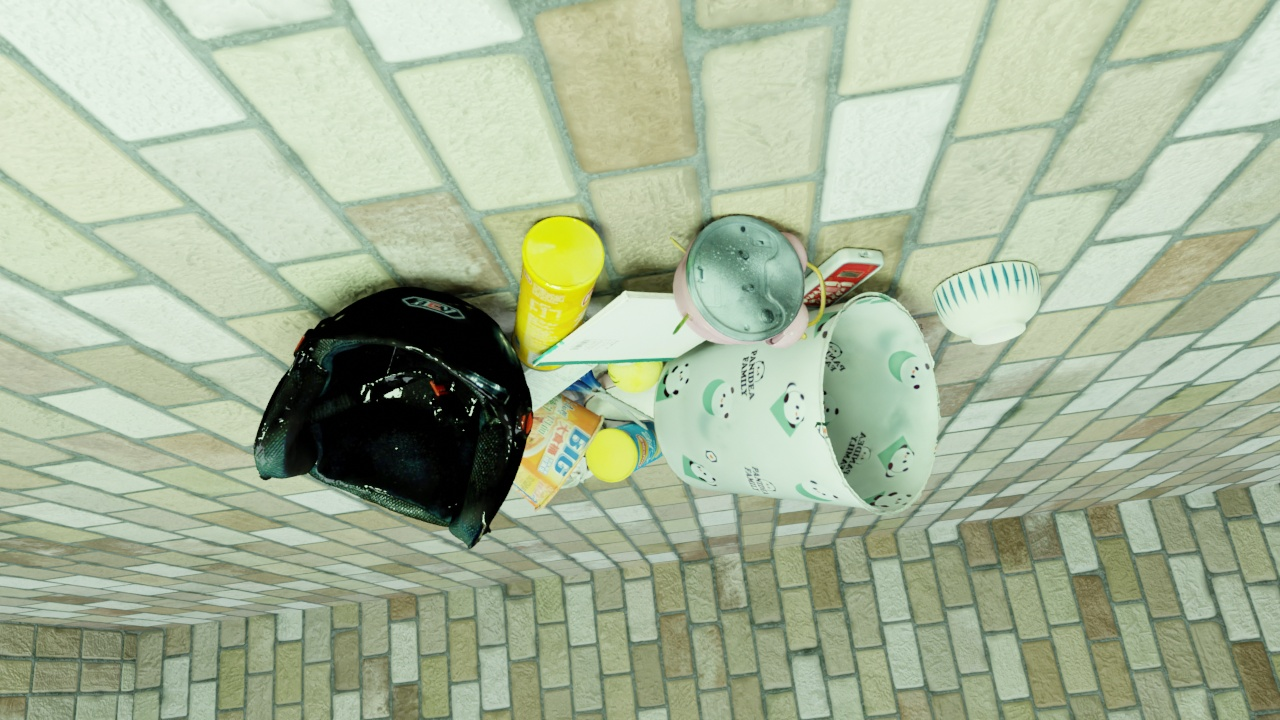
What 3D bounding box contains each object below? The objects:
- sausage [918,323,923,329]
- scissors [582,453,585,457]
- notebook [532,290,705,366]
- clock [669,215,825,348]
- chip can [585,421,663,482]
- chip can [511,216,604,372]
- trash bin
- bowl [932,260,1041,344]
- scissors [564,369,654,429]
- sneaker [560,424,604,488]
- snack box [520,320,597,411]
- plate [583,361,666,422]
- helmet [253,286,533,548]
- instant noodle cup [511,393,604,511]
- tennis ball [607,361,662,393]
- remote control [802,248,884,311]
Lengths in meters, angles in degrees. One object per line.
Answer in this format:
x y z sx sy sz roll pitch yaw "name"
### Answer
0.279 -0.014 1.143 0.156 0.020 0.020 -24 154 30 "sausage"
-0.173 0.099 1.290 0.224 0.015 0.189 24 131 -2 "scissors"
0.012 -0.029 0.937 0.208 0.012 0.151 -2 157 -46 "notebook"
0.104 -0.068 0.853 0.158 0.117 0.060 2 169 -18 "clock"
-0.014 0.124 1.308 0.071 0.071 0.210 -12 178 14 "chip can"
-0.084 -0.056 0.883 0.072 0.072 0.214 -3 159 -12 "chip can"
0.165 0.055 1.030 0.229 0.229 0.253 13 166 -43 "trash bin"
0.397 -0.058 1.041 0.116 0.066 0.116 -6 160 -2 "bowl"
-0.050 0.034 1.128 0.170 0.012 0.144 15 146 9 "scissors"
-0.092 0.139 1.383 0.118 0.087 0.241 -12 155 13 "sneaker"
-0.111 0.014 1.046 0.157 0.027 0.084 -37 153 10 "snack box"
0.018 0.036 1.216 0.192 0.039 0.193 -6 160 -2 "plate"
-0.219 0.040 0.887 0.233 0.229 0.276 19 134 -6 "helmet"
-0.133 0.100 1.166 0.111 0.151 0.152 36 150 -6 "instant noodle cup"
-0.006 0.006 1.089 0.065 0.065 0.065 -6 160 -2 "tennis ball"
0.202 -0.081 0.982 0.055 0.020 0.136 1 158 -23 "remote control"
